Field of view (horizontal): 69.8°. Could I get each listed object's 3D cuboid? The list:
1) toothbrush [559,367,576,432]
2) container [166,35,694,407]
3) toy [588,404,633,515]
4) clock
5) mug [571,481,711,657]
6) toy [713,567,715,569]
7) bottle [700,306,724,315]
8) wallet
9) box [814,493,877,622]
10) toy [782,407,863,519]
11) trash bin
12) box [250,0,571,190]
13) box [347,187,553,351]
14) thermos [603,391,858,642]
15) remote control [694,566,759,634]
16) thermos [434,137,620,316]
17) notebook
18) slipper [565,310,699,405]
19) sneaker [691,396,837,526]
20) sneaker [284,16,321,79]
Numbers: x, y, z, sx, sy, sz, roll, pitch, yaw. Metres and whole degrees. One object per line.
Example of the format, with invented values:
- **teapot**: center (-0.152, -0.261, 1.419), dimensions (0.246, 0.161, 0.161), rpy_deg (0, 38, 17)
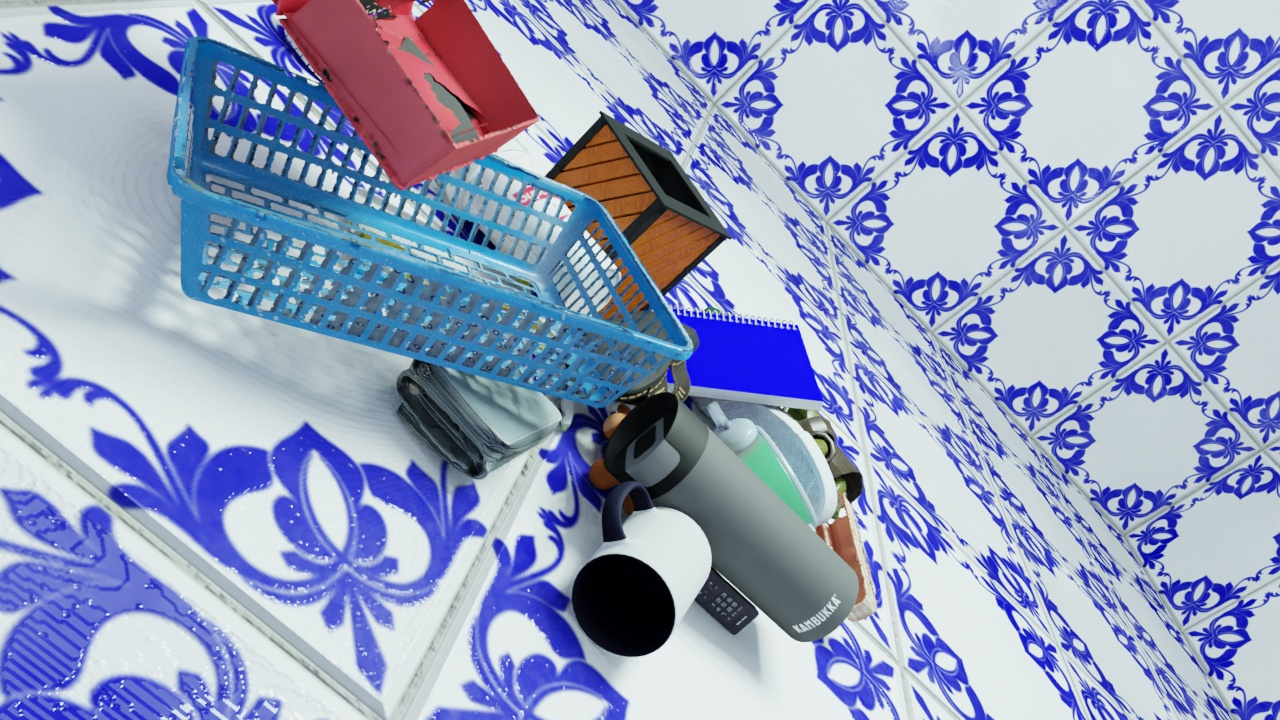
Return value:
- **toothbrush**: center (-0.071, 0.012, 0.889), dimensions (0.017, 0.016, 0.188), rpy_deg (29, 26, -18)
- **container**: center (-0.161, -0.088, 0.680), dimensions (0.361, 0.089, 0.257), rpy_deg (17, 27, -32)
- **toy**: center (-0.006, 0.084, 0.847), dimensions (0.095, 0.065, 0.127), rpy_deg (50, 12, -16)
- **clock**: center (0.109, 0.115, 0.929), dimensions (0.161, 0.075, 0.122), rpy_deg (60, -3, 6)
- **mug**: center (-0.001, 0.147, 0.685), dimensions (0.096, 0.079, 0.112), rpy_deg (-30, 107, -68)
- **toy**: center (0.062, 0.149, 0.868), dimensions (0.092, 0.046, 0.115), rpy_deg (45, 14, -14)
- **bottle**: center (0.094, -0.028, 1.198), dimensions (0.061, 0.061, 0.131), rpy_deg (37, 24, -20)
- **wallet**: center (-0.121, 0.034, 0.707), dimensions (0.100, 0.054, 0.131), rpy_deg (50, 20, 6)
- **box**: center (0.204, 0.213, 0.991), dimensions (0.042, 0.083, 0.186), rpy_deg (52, 17, -20)
- **toy**: center (0.212, 0.121, 1.131), dimensions (0.179, 0.078, 0.152), rpy_deg (70, -6, -54)
- **trash bin**: center (-0.030, -0.143, 1.011), dimensions (0.139, 0.172, 0.139), rpy_deg (12, 41, -55)
- **box**: center (-0.158, -0.215, 0.675), dimensions (0.164, 0.153, 0.214), rpy_deg (14, 21, 4)
- **box**: center (-0.168, -0.077, 0.834), dimensions (0.209, 0.036, 0.129), rpy_deg (27, 26, -41)
- **thermos**: center (0.079, 0.135, 0.776), dimensions (0.240, 0.082, 0.082), rpy_deg (44, 22, -19)
- **remote control**: center (0.045, 0.184, 0.795), dimensions (0.136, 0.032, 0.015), rpy_deg (44, 11, -11)
- **thermos**: center (-0.111, -0.139, 0.928), dimensions (0.220, 0.099, 0.099), rpy_deg (49, 21, 22)
- **notebook**: center (0.095, -0.009, 1.073), dimensions (0.209, 0.022, 0.171), rpy_deg (7, 33, -7)
- **slipper**: center (-0.005, 0.005, 0.930), dimensions (0.113, 0.076, 0.267), rpy_deg (23, 16, 11)
- **sneaker**: center (0.156, 0.090, 1.053), dimensions (0.090, 0.090, 0.242), rpy_deg (12, 30, -45)
- **sneaker**: center (-0.247, -0.301, 0.961), dimensions (0.236, 0.104, 0.090), rpy_deg (41, 23, -15)
